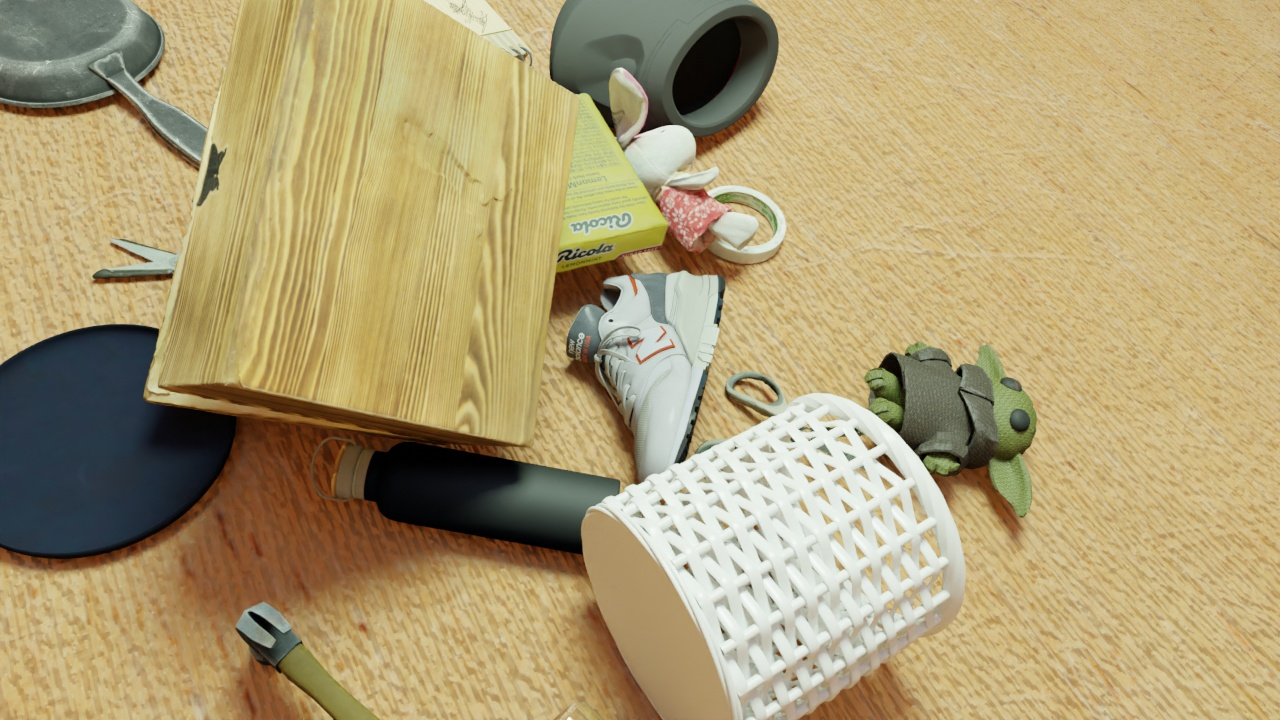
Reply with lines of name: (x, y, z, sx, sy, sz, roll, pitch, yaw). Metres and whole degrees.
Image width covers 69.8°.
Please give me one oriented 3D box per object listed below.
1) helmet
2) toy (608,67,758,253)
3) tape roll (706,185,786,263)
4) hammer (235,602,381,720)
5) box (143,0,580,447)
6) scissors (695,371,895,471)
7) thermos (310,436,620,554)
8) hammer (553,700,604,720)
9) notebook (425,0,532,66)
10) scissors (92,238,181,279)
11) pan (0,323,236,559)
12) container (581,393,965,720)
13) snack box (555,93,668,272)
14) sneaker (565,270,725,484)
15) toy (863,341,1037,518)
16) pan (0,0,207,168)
helmet: (0.007, -0.327, 0.961, 0.170, 0.165, 0.263, 35, 42, 29)
toy: (0.030, -0.177, 0.881, 0.084, 0.159, 0.194, -40, 76, -12)
tape roll: (0.101, -0.140, 0.937, 0.094, 0.018, 0.093, 5, 55, -7)
hammer: (-0.127, 0.266, 0.562, 0.333, 0.118, 0.025, 39, 59, 10)
box: (-0.211, -0.085, 0.691, 0.269, 0.264, 0.279, 18, 73, -45)
scissors: (0.121, 0.061, 0.777, 0.168, 0.013, 0.157, -24, 48, -9)
thermos: (-0.134, 0.100, 0.697, 0.231, 0.061, 0.061, 11, 54, -3)
hammer: (0.064, 0.325, 0.590, 0.301, 0.037, 0.157, 35, 56, 14)
notebook: (-0.209, -0.331, 0.880, 0.167, 0.024, 0.224, 47, 33, -2)
scissors: (-0.364, -0.079, 0.809, 0.194, 0.015, 0.179, -33, 66, -27)
pan: (-0.352, 0.021, 0.732, 0.355, 0.021, 0.198, -31, 66, -25)
container: (0.085, 0.144, 0.629, 0.186, 0.190, 0.189, -24, 63, -23)
snack box: (-0.068, -0.166, 0.836, 0.121, 0.045, 0.180, -16, 63, -24)
sneaker: (-0.005, 0.005, 0.782, 0.124, 0.089, 0.239, 14, 45, 5)
toy: (0.269, 0.044, 0.800, 0.152, 0.078, 0.179, 8, 51, -6)
pan: (-0.517, -0.277, 0.906, 0.357, 0.055, 0.186, 32, 55, 17)
